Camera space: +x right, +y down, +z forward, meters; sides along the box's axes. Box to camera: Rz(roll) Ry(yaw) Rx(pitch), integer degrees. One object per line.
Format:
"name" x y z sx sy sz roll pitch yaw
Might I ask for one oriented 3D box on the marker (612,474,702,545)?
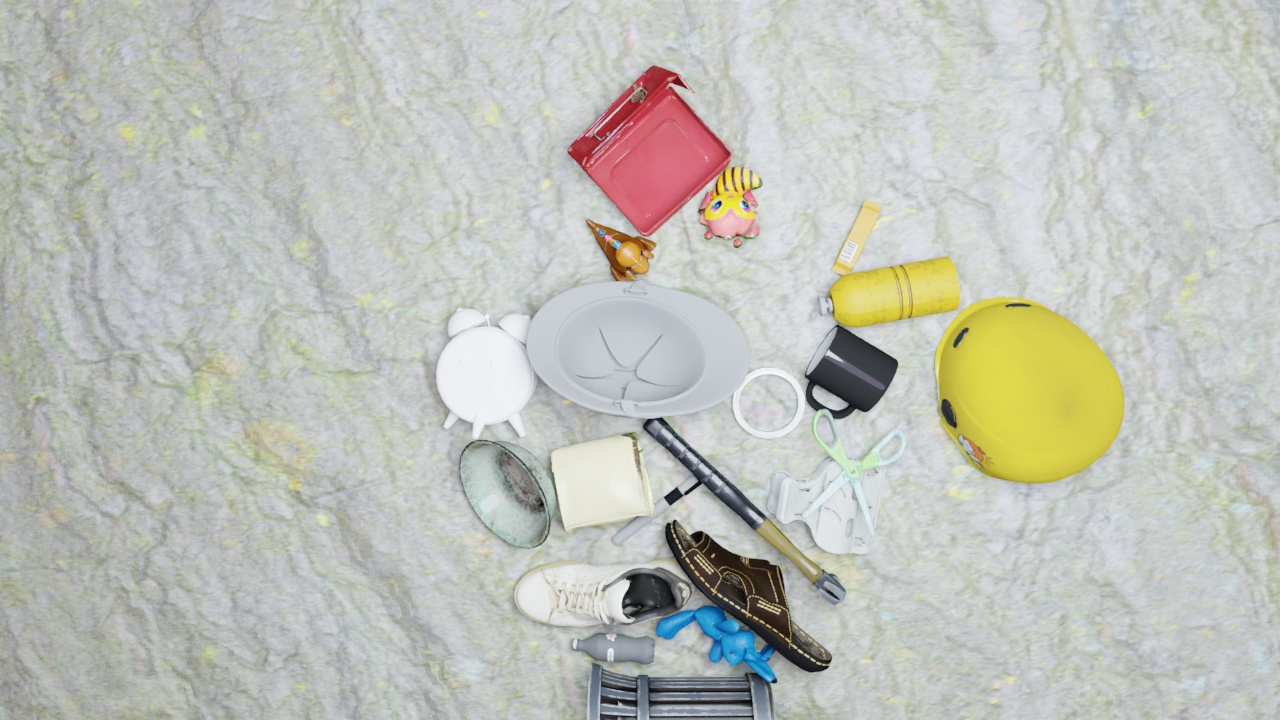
"marker" 0.021 0.198 1.211 0.140 0.016 0.016 -38 91 6

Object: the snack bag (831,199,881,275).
"snack bag" 0.275 -0.155 1.166 0.026 0.020 0.099 25 95 9

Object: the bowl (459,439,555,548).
"bowl" -0.163 0.164 1.178 0.158 0.038 0.158 20 126 31

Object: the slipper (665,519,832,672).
"slipper" 0.143 0.288 1.164 0.268 0.113 0.076 39 95 5

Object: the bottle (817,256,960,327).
"bottle" 0.304 -0.082 1.144 0.164 0.071 0.071 -10 94 3

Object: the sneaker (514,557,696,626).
"sneaker" -0.047 0.308 1.180 0.241 0.102 0.089 -7 94 5

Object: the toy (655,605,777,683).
"toy" 0.109 0.360 1.184 0.176 0.112 0.071 16 81 26

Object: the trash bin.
"trash bin" 0.050 0.469 1.162 0.227 0.164 0.164 0 94 0

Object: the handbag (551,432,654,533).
"handbag" -0.046 0.157 1.184 0.119 0.081 0.111 -12 86 6

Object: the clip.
"clip" 0.239 0.182 1.179 0.142 0.073 0.124 9 92 -7

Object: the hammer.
"hammer" 0.132 0.188 1.165 0.333 0.118 0.025 43 93 5

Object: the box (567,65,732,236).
"box" 0.019 -0.250 1.131 0.157 0.154 0.168 -42 121 7

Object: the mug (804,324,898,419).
"mug" 0.257 0.023 1.159 0.088 0.078 0.114 31 122 1

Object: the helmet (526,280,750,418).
"helmet" -0.007 0.006 1.154 0.271 0.118 0.183 6 64 -3

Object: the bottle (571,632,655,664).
"bottle" -0.036 0.381 1.218 0.110 0.036 0.036 3 94 3

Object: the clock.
"clock" -0.198 0.017 1.183 0.125 0.073 0.161 6 95 3

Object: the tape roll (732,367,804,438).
"tape roll" 0.166 0.055 1.192 0.093 0.013 0.093 0 94 3

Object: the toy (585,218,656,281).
"toy" -0.030 -0.145 1.150 0.103 0.090 0.070 41 93 -4

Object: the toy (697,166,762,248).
"toy" 0.115 -0.194 1.161 0.084 0.046 0.103 15 85 24

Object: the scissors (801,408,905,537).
"scissors" 0.267 0.137 1.144 0.173 0.022 0.171 -21 90 -16

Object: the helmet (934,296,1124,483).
"helmet" 0.474 0.038 1.108 0.209 0.139 0.240 -30 92 5
